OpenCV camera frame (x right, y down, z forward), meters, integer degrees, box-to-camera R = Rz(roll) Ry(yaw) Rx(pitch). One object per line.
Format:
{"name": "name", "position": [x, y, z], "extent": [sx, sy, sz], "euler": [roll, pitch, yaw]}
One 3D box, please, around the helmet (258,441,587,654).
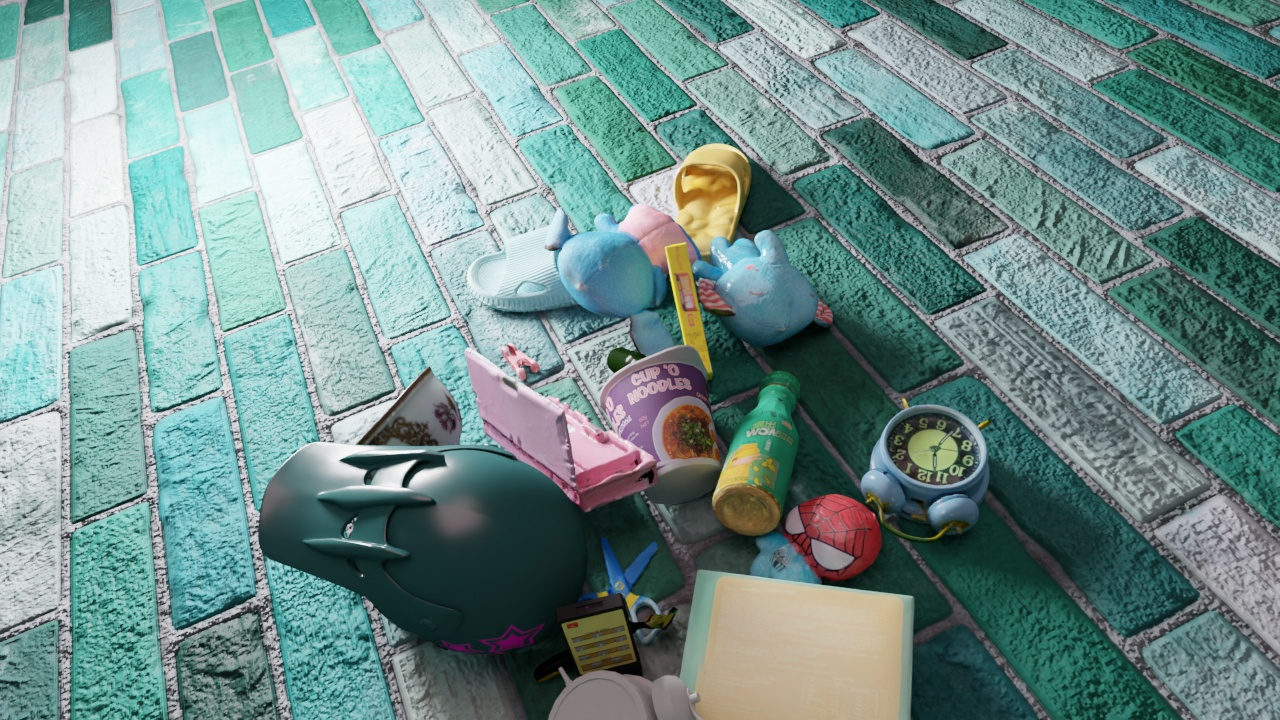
{"name": "helmet", "position": [-0.187, 0.163, 0.834], "extent": [0.275, 0.200, 0.176], "euler": [5, 58, 16]}

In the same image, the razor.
{"name": "razor", "position": [-0.033, 0.259, 0.838], "extent": [0.144, 0.044, 0.021], "euler": [-27, 78, 3]}

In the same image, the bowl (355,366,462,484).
{"name": "bowl", "position": [-0.246, 0.095, 0.982], "extent": [0.094, 0.160, 0.159], "euler": [43, 57, -8]}

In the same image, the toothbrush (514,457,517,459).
{"name": "toothbrush", "position": [-0.116, 0.144, 0.980], "extent": [0.019, 0.018, 0.188], "euler": [-29, 48, -4]}

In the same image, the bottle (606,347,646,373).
{"name": "bottle", "position": [-0.006, 0.006, 1.039], "extent": [0.033, 0.033, 0.123], "euler": [-26, 13, -15]}

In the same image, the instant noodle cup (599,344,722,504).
{"name": "instant noodle cup", "position": [0.033, 0.073, 0.956], "extent": [0.121, 0.137, 0.121], "euler": [5, 50, -30]}

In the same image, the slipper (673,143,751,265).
{"name": "slipper", "position": [0.096, -0.233, 1.261], "extent": [0.099, 0.078, 0.262], "euler": [5, 48, 11]}

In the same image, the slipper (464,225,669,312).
{"name": "slipper", "position": [-0.100, -0.121, 1.196], "extent": [0.276, 0.070, 0.115], "euler": [-1, 50, 8]}

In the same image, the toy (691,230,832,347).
{"name": "toy", "position": [0.143, -0.100, 1.101], "extent": [0.183, 0.115, 0.180], "euler": [3, 46, -22]}

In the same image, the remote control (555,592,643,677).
{"name": "remote control", "position": [-0.034, 0.245, 0.791], "extent": [0.058, 0.134, 0.013], "euler": [-14, 47, -2]}

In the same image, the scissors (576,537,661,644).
{"name": "scissors", "position": [-0.015, 0.225, 0.890], "extent": [0.123, 0.016, 0.125], "euler": [26, 57, 26]}

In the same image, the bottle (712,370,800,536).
{"name": "bottle", "position": [0.129, 0.086, 0.948], "extent": [0.068, 0.068, 0.209], "euler": [7, 36, 16]}

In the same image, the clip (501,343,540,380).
{"name": "clip", "position": [-0.152, 0.005, 1.119], "extent": [0.060, 0.023, 0.045], "euler": [20, 52, 19]}

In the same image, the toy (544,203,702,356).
{"name": "toy", "position": [-0.007, -0.112, 1.118], "extent": [0.190, 0.099, 0.224], "euler": [-33, 77, -37]}

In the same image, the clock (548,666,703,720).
{"name": "clock", "position": [-0.007, 0.313, 0.749], "extent": [0.159, 0.061, 0.119], "euler": [5, 66, 33]}

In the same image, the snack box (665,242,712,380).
{"name": "snack box", "position": [0.056, -0.053, 1.047], "extent": [0.025, 0.075, 0.152], "euler": [-11, 83, 3]}

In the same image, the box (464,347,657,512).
{"name": "box", "position": [-0.086, 0.053, 0.934], "extent": [0.106, 0.116, 0.233], "euler": [-15, 23, -28]}

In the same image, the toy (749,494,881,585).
{"name": "toy", "position": [0.165, 0.179, 0.874], "extent": [0.133, 0.062, 0.092], "euler": [-34, 42, -6]}

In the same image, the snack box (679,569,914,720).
{"name": "snack box", "position": [0.134, 0.265, 0.793], "extent": [0.194, 0.044, 0.141], "euler": [4, 57, 14]}

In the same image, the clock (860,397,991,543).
{"name": "clock", "position": [0.285, 0.114, 0.913], "extent": [0.118, 0.060, 0.161], "euler": [13, 54, 18]}
